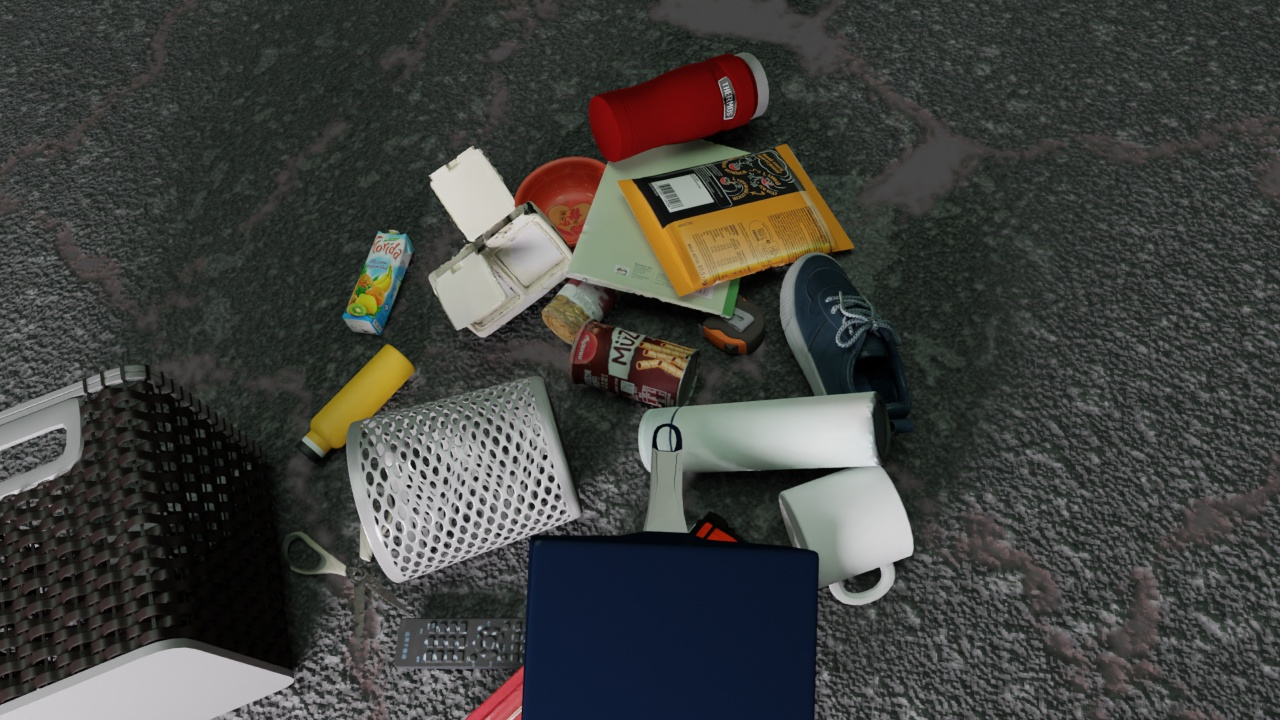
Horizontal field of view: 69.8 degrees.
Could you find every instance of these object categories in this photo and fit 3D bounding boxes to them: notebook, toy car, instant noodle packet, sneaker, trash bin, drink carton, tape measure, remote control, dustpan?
[{"bbox_3d":[0.037,-0.166,1.029,0.182,0.010,0.251,14,55,2],"label":"notebook"},{"bbox_3d":[0.086,0.188,0.845,0.100,0.049,0.051,34,71,23],"label":"toy car"},{"bbox_3d":[0.106,-0.160,1.009,0.220,0.032,0.159,-17,64,-20],"label":"instant noodle packet"},{"bbox_3d":[0.208,-0.022,0.911,0.089,0.088,0.235,-2,60,-21],"label":"sneaker"},{"bbox_3d":[-0.160,0.107,0.869,0.183,0.157,0.156,-17,60,-4],"label":"trash bin"},{"bbox_3d":[-0.302,-0.092,1.063,0.044,0.039,0.128,7,63,12],"label":"drink carton"},{"bbox_3d":[0.103,-0.037,0.974,0.058,0.038,0.059,-41,63,-14],"label":"tape measure"},{"bbox_3d":[-0.152,0.265,0.855,0.150,0.022,0.047,-1,61,6],"label":"remote control"},{"bbox_3d":[0.023,0.188,0.772,0.236,0.080,0.273,4,83,-9],"label":"dustpan"}]

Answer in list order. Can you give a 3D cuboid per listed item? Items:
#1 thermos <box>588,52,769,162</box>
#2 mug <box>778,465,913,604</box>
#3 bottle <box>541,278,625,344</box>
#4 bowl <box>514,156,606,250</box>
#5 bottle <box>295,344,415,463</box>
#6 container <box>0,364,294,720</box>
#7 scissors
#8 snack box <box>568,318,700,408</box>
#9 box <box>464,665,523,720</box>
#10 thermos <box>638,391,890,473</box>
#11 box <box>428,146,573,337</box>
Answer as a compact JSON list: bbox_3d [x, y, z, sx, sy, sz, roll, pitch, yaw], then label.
[{"bbox_3d":[0.040,-0.297,1.070,0.198,0.084,0.108,-22,28,-19],"label":"thermos"},{"bbox_3d":[0.189,0.162,0.830,0.090,0.091,0.121,-19,93,-3],"label":"mug"},{"bbox_3d":[-0.055,-0.072,1.005,0.056,0.056,0.105,31,69,22],"label":"bottle"},{"bbox_3d":[-0.080,-0.174,1.072,0.130,0.045,0.130,-4,61,6],"label":"bowl"},{"bbox_3d":[-0.307,0.048,0.984,0.043,0.043,0.143,33,70,23],"label":"bottle"},{"bbox_3d":[-0.474,0.195,0.814,0.247,0.246,0.243,-22,64,-4],"label":"container"},{"bbox_3d":[-0.286,0.198,0.915,0.171,0.013,0.157,12,65,14],"label":"scissors"},{"bbox_3d":[-0.006,0.006,0.947,0.121,0.072,0.072,16,65,16],"label":"snack box"},{"bbox_3d":[-0.086,0.338,0.770,0.157,0.087,0.129,-40,64,-10],"label":"box"},{"bbox_3d":[0.111,0.070,0.856,0.230,0.068,0.067,-7,58,27],"label":"thermos"},{"bbox_3d":[-0.154,-0.099,0.937,0.143,0.187,0.105,-38,43,5],"label":"box"}]
